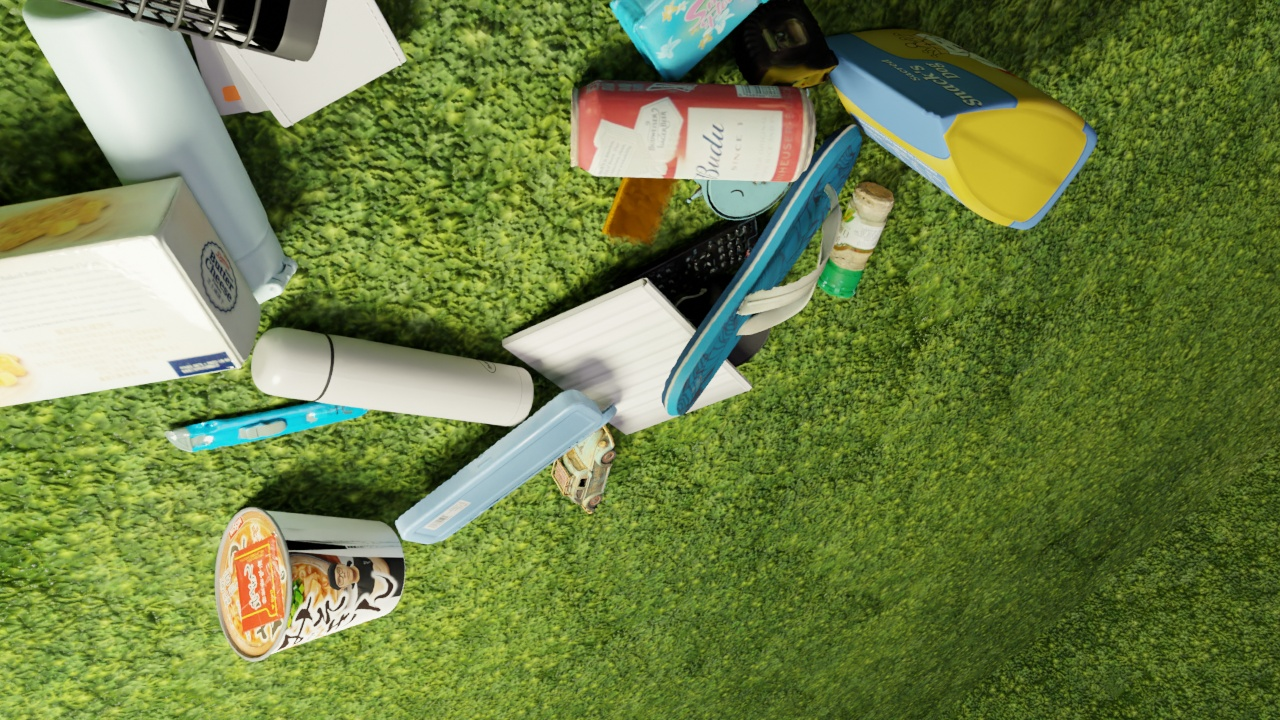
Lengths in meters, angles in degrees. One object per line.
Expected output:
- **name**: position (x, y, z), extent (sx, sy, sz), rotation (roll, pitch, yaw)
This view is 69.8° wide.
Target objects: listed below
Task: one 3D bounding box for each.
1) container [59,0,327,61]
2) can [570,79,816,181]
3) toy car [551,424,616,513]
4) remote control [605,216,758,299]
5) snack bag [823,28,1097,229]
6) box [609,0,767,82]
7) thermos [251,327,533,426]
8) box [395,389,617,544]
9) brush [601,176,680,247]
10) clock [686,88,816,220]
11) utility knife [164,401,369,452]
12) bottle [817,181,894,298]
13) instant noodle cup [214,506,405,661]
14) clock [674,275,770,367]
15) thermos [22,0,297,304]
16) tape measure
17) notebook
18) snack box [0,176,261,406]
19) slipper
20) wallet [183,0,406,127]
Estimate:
- **container**: position (-0.192, -0.246, 0.352), extent (0.130, 0.163, 0.242), rotation (5, 112, -38)
- **can**: position (0.035, -0.163, 0.654), extent (0.170, 0.067, 0.067), rotation (2, 133, -3)
- **toy car**: position (-0.060, 0.109, 0.913), extent (0.047, 0.047, 0.112), rotation (-11, 135, -33)
- **remote control**: position (0.037, -0.084, 0.812), extent (0.150, 0.022, 0.047), rotation (-28, 139, -11)
- **snack bag**: position (0.234, -0.198, 0.726), extent (0.205, 0.159, 0.102), rotation (10, 121, -39)
- **box**: position (0.064, -0.304, 0.580), extent (0.227, 0.071, 0.182), rotation (-41, 141, 8)
- **thermos**: position (-0.190, 0.015, 0.728), extent (0.223, 0.052, 0.052), rotation (11, 122, -41)
- **box**: position (-0.115, 0.101, 0.838), extent (0.209, 0.034, 0.127), rotation (-36, 164, 8)
- **brush**: position (0.011, -0.150, 0.730), extent (0.048, 0.017, 0.127), rotation (0, 129, -35)
- **clock**: position (0.089, -0.173, 0.734), extent (0.090, 0.053, 0.124), rotation (6, 126, -39)
- **utility knife**: position (-0.280, 0.047, 0.729), extent (0.174, 0.015, 0.031), rotation (-14, 141, -25)
- **bottle**: position (0.206, -0.114, 0.881), extent (0.043, 0.043, 0.111), rotation (-8, 133, -29)
- **instant noodle cup**: position (-0.280, 0.186, 0.796), extent (0.121, 0.123, 0.124), rotation (6, 126, -50)
- **clock**: position (0.070, -0.033, 0.866), extent (0.120, 0.042, 0.091), rotation (7, 125, -39)
- **thermos**: position (-0.270, -0.115, 0.534), extent (0.078, 0.065, 0.207), rotation (3, 138, 8)
- **tape measure**: position (0.103, -0.231, 0.674), extent (0.062, 0.067, 0.038), rotation (-22, 175, -15)
- **notebook**: position (-0.005, 0.005, 0.836), extent (0.143, 0.009, 0.209), rotation (-22, 145, 22)
- **snack box**: position (-0.341, -0.033, 0.522), extent (0.208, 0.057, 0.104), rotation (-9, 137, 2)
- **slipper**: position (0.119, -0.066, 0.782), extent (0.294, 0.060, 0.118), rotation (-55, 167, -9)
- **wallet**: position (-0.211, -0.192, 0.522), extent (0.115, 0.037, 0.118), rotation (-31, 144, -5)
